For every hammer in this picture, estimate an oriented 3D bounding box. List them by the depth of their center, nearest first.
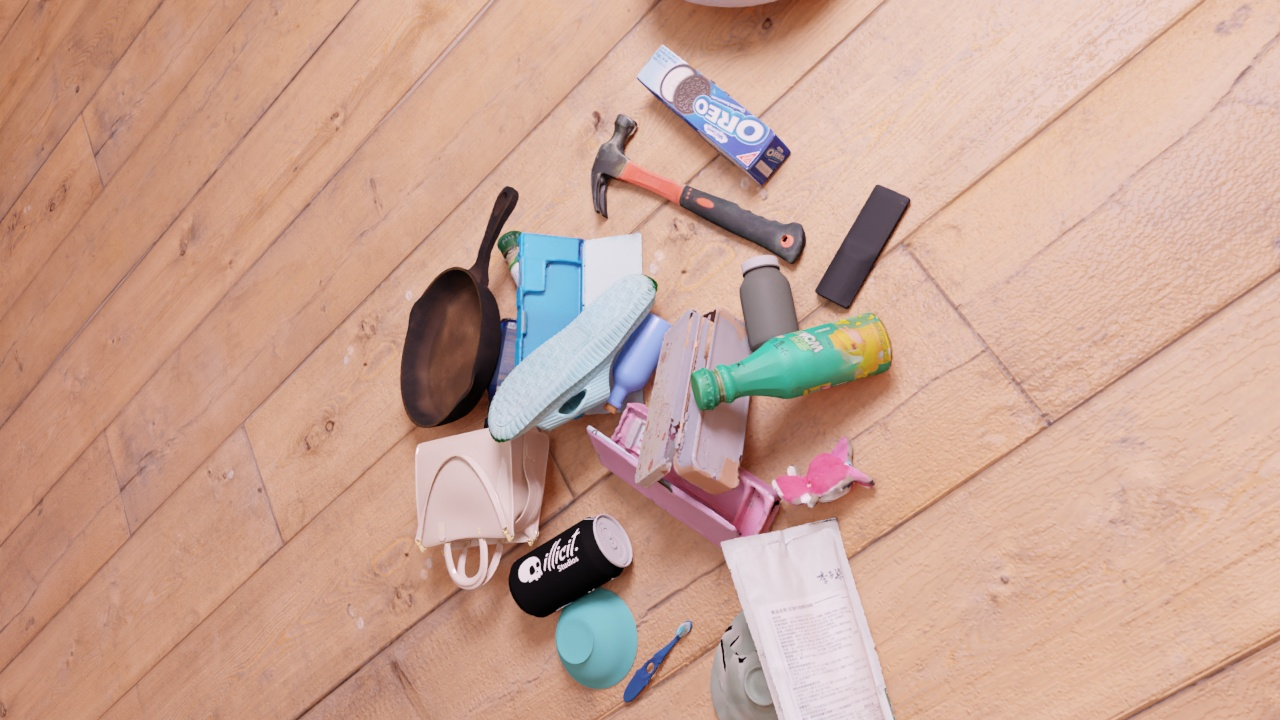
[{"bbox_3d":[0.066,-0.202,1.155,0.333,0.033,0.133,30,95,32],"label":"hammer"}]

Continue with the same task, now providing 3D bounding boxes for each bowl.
[{"bbox_3d":[0.141,0.344,0.979,0.175,0.067,0.174,-7,76,29],"label":"bowl"},{"bbox_3d":[-0.067,0.341,1.122,0.121,0.046,0.121,-7,77,31],"label":"bowl"}]

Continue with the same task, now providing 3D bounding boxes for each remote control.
[{"bbox_3d":[0.248,-0.129,1.032,0.045,0.021,0.140,33,98,31],"label":"remote control"}]

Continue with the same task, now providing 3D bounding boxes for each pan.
[{"bbox_3d":[-0.236,-0.071,1.265,0.249,0.043,0.356,44,113,48],"label":"pan"}]

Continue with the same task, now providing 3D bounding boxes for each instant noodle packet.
[{"bbox_3d":[0.179,0.303,0.936,0.057,0.146,0.269,-47,54,56],"label":"instant noodle packet"}]

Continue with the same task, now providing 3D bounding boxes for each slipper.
[{"bbox_3d":[-0.075,0.003,1.122,0.276,0.069,0.116,-44,36,-8],"label":"slipper"}]

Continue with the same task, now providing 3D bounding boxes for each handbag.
[{"bbox_3d":[-0.211,0.197,1.196,0.195,0.101,0.197,-14,66,32],"label":"handbag"}]

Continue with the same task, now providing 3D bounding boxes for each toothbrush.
[{"bbox_3d":[0.018,0.357,1.084,0.021,0.016,0.132,45,104,33],"label":"toothbrush"}]

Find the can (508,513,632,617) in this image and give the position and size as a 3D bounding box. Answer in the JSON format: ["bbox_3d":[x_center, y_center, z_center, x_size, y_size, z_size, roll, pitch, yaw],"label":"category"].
[{"bbox_3d":[-0.088,0.253,1.131,0.146,0.080,0.080,-34,65,22],"label":"can"}]

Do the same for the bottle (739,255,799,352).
[{"bbox_3d":[0.147,-0.063,1.058,0.060,0.060,0.108,-17,72,28],"label":"bottle"}]

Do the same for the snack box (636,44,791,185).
[{"bbox_3d":[0.088,-0.309,1.146,0.059,0.059,0.226,-48,60,11],"label":"snack box"}]

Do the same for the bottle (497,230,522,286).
[{"bbox_3d":[-0.163,-0.128,1.276,0.043,0.042,0.110,-37,64,21],"label":"bottle"}]

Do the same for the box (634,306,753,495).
[{"bbox_3d":[0.072,0.046,1.034,0.095,0.107,0.215,118,166,-56],"label":"box"}]

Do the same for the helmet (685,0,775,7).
[{"bbox_3d":[0.115,-0.532,1.096,0.283,0.183,0.224,6,78,26],"label":"helmet"}]

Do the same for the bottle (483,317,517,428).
[{"bbox_3d":[-0.179,0.023,1.248,0.056,0.056,0.160,7,85,33],"label":"bottle"}]

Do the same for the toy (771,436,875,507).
[{"bbox_3d":[0.196,0.132,0.998,0.102,0.050,0.065,-21,45,-3],"label":"toy"}]

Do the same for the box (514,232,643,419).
[{"bbox_3d":[-0.080,-0.046,1.208,0.174,0.064,0.243,-1,79,2],"label":"box"}]

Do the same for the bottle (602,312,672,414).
[{"bbox_3d":[-0.007,0.007,1.137,0.048,0.048,0.131,28,87,33],"label":"bottle"}]

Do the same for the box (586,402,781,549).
[{"bbox_3d":[0.037,0.140,1.060,0.233,0.098,0.099,33,105,32],"label":"box"}]

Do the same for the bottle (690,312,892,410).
[{"bbox_3d":[0.158,0.006,0.973,0.209,0.068,0.068,-15,69,-7],"label":"bottle"}]
